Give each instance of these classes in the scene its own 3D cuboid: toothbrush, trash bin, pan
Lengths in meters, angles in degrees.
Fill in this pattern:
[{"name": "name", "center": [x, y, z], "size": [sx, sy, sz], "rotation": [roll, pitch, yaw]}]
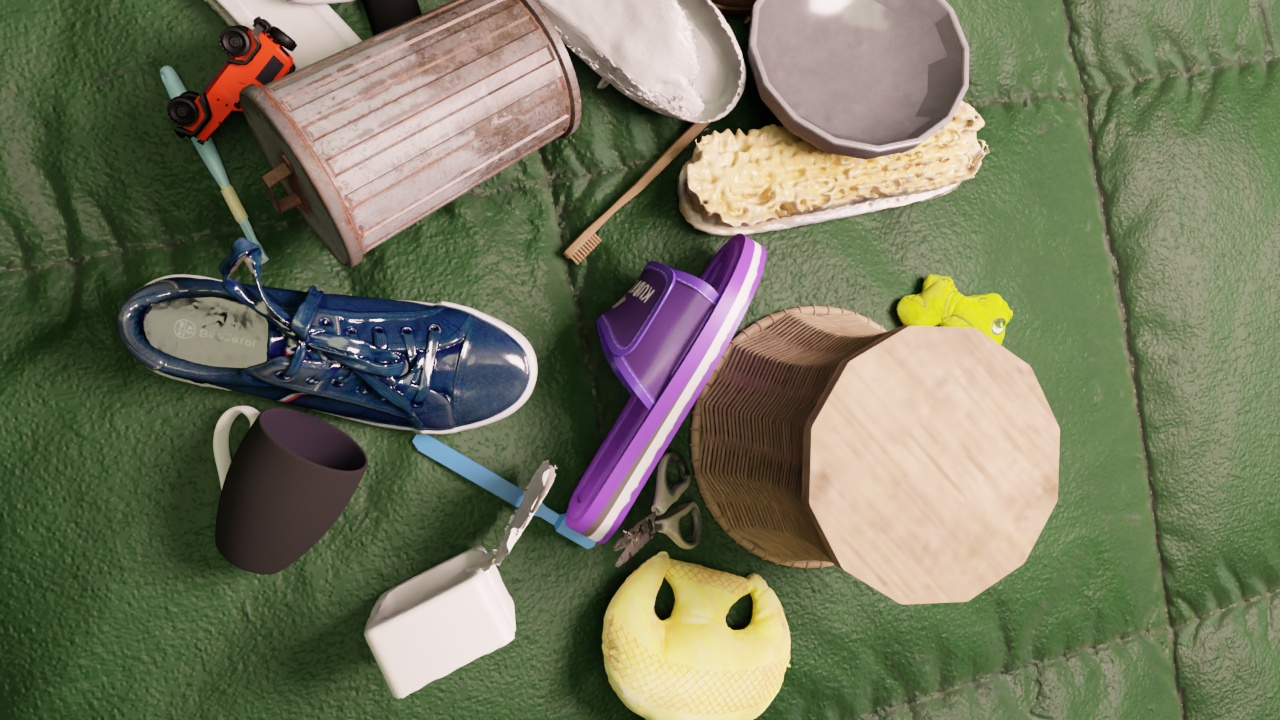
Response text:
[{"name": "toothbrush", "center": [-0.313, -0.142, 0.673], "size": [0.016, 0.022, 0.155], "rotation": [-33, 101, -53]}, {"name": "toothbrush", "center": [-0.107, 0.103, 0.731], "size": [0.166, 0.014, 0.016], "rotation": [32, 85, -8]}, {"name": "toothbrush", "center": [-0.001, -0.140, 0.747], "size": [0.016, 0.016, 0.166], "rotation": [45, 82, -10]}, {"name": "trash bin", "center": [-0.162, -0.164, 0.638], "size": [0.210, 0.131, 0.131], "rotation": [-35, 99, -19]}, {"name": "pan", "center": [0.194, -0.318, 0.752], "size": [0.178, 0.041, 0.356], "rotation": [19, 73, -3]}]

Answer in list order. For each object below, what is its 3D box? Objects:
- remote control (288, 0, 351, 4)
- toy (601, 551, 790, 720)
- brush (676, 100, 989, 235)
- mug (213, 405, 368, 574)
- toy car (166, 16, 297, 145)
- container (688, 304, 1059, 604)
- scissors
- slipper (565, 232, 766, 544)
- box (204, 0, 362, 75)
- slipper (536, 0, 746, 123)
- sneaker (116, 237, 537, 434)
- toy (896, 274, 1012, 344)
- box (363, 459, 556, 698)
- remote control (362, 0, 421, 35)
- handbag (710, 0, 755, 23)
[{"name": "remote control", "center": [-0.248, -0.323, 0.662], "size": [0.060, 0.026, 0.138], "rotation": [-19, 86, -34]}, {"name": "toy", "center": [0.047, 0.241, 0.745], "size": [0.170, 0.065, 0.154], "rotation": [16, 75, -20]}, {"name": "brush", "center": [0.160, -0.162, 0.762], "size": [0.271, 0.057, 0.083], "rotation": [-12, 86, -13]}, {"name": "mug", "center": [-0.270, 0.088, 0.663], "size": [0.119, 0.084, 0.100], "rotation": [35, 99, 18]}, {"name": "toy car", "center": [-0.282, -0.191, 0.637], "size": [0.049, 0.051, 0.100], "rotation": [38, 95, -26]}, {"name": "container", "center": [0.172, 0.067, 0.699], "size": [0.226, 0.196, 0.227], "rotation": [0, 91, -13]}, {"name": "scissors", "center": [0.017, 0.130, 0.698], "size": [0.013, 0.169, 0.132], "rotation": [-15, 123, 22]}, {"name": "slipper", "center": [-0.004, 0.004, 0.708], "size": [0.084, 0.107, 0.266], "rotation": [30, 89, -11]}, {"name": "box", "center": [-0.278, -0.267, 0.671], "size": [0.064, 0.033, 0.209], "rotation": [-45, 101, -11]}, {"name": "slipper", "center": [-0.026, -0.270, 0.705], "size": [0.247, 0.074, 0.112], "rotation": [34, 125, -7]}, {"name": "sneaker", "center": [-0.213, -0.011, 0.646], "size": [0.294, 0.127, 0.120], "rotation": [9, 91, -15]}, {"name": "toy", "center": [0.277, -0.035, 0.806], "size": [0.094, 0.036, 0.093], "rotation": [-37, 96, -4]}, {"name": "box", "center": [-0.115, 0.161, 0.676], "size": [0.190, 0.110, 0.083], "rotation": [-42, 99, -6]}, {"name": "remote control", "center": [-0.194, -0.288, 0.695], "size": [0.041, 0.020, 0.152], "rotation": [-18, 95, -11]}, {"name": "handbag", "center": [0.077, -0.361, 0.741], "size": [0.138, 0.063, 0.166], "rotation": [14, 87, -23]}]
